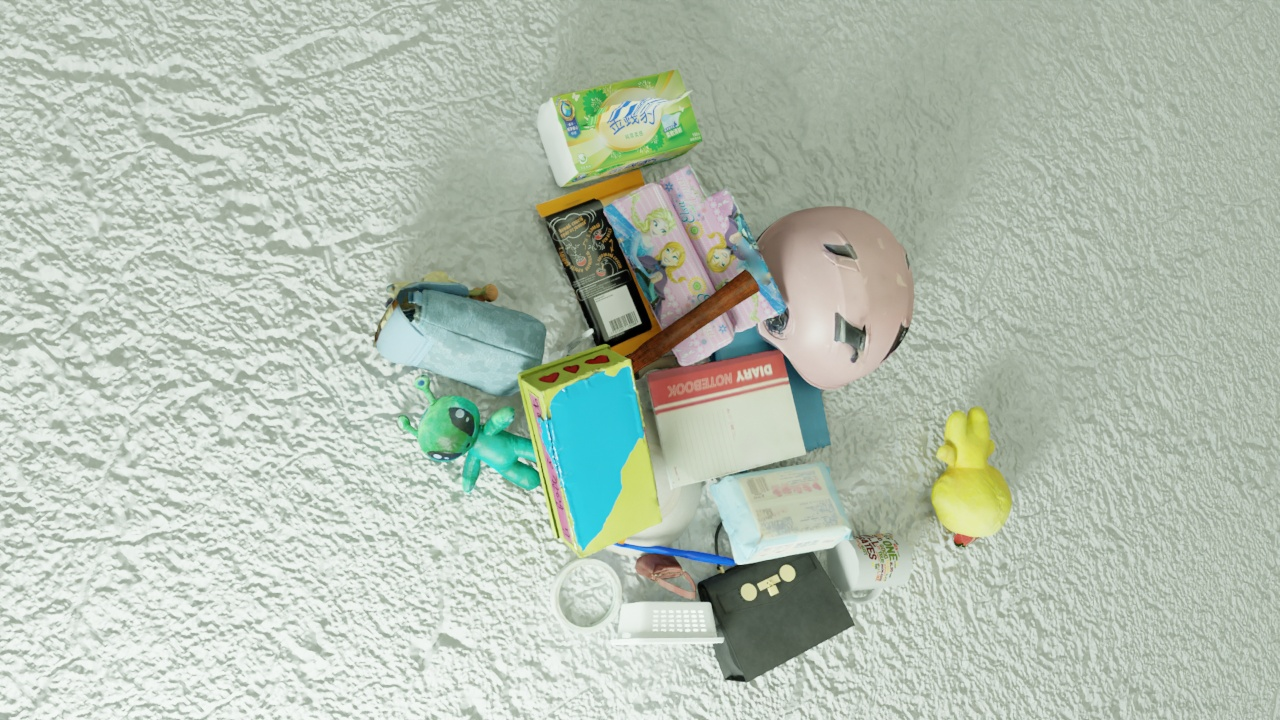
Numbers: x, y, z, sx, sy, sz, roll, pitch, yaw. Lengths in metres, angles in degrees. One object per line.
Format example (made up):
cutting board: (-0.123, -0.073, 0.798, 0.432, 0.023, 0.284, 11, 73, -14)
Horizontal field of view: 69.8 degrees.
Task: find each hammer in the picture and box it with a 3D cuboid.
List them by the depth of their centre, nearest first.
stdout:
hammer: (0.018, -0.016, 1.149, 0.301, 0.028, 0.111, -35, 88, 2)

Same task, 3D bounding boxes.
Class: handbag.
handbag: (-0.207, -0.039, 1.075, 0.191, 0.122, 0.118, 17, 58, -21)
handbag: (0.040, 0.272, 1.144, 0.055, 0.120, 0.029, -5, 100, -23)
handbag: (0.162, 0.300, 1.236, 0.175, 0.072, 0.195, -19, 82, -23)

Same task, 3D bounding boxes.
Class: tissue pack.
tissue pack: (-0.016, -0.304, 1.162, 0.197, 0.142, 0.120, -27, 96, -23)
tissue pack: (0.193, 0.202, 1.229, 0.181, 0.070, 0.112, -5, 56, -24)

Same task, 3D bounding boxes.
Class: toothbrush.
toothbrush: (-0.084, -0.017, 1.086, 0.010, 0.182, 0.010, -20, 87, -20)
toothbrush: (0.042, 0.243, 1.180, 0.182, 0.016, 0.018, 13, 98, -18)

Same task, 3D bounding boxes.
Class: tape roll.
tape roll: (-0.068, 0.296, 1.155, 0.093, 0.013, 0.093, 3, 83, -23)

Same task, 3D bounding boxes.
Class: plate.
plate: (0.000, 0.158, 1.189, 0.188, 0.027, 0.188, 2, 84, -23)

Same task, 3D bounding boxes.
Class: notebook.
notebook: (0.115, 0.073, 1.212, 0.208, 0.012, 0.153, -11, 86, -25)

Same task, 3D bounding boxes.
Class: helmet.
helmet: (0.281, -0.091, 1.250, 0.229, 0.153, 0.255, 1, 83, -37)

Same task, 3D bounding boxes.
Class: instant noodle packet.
instant noodle packet: (-0.024, -0.125, 1.202, 0.159, 0.032, 0.221, -25, 95, -25)

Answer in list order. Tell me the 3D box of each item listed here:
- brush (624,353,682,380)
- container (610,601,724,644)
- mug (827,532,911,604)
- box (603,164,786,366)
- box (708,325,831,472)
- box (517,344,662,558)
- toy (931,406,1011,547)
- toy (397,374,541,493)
brush: (-0.007, 0.007, 1.208, 0.151, 0.012, 0.039, -5, 86, -23)
container: (0.033, 0.332, 1.160, 0.129, 0.081, 0.049, 7, 70, -24)
mug: (0.319, 0.296, 1.291, 0.089, 0.073, 0.105, 0, 111, -23)
box: (0.072, -0.127, 1.171, 0.159, 0.035, 0.230, -27, 97, 3)
box: (0.181, 0.024, 1.275, 0.174, 0.034, 0.231, -12, 89, -24)
box: (-0.057, 0.104, 1.074, 0.124, 0.081, 0.221, -22, 112, -23)
toy: (0.492, 0.175, 1.360, 0.133, 0.092, 0.207, -7, 85, -26)
toy: (-0.195, 0.092, 1.093, 0.193, 0.072, 0.131, 27, 111, -19)
